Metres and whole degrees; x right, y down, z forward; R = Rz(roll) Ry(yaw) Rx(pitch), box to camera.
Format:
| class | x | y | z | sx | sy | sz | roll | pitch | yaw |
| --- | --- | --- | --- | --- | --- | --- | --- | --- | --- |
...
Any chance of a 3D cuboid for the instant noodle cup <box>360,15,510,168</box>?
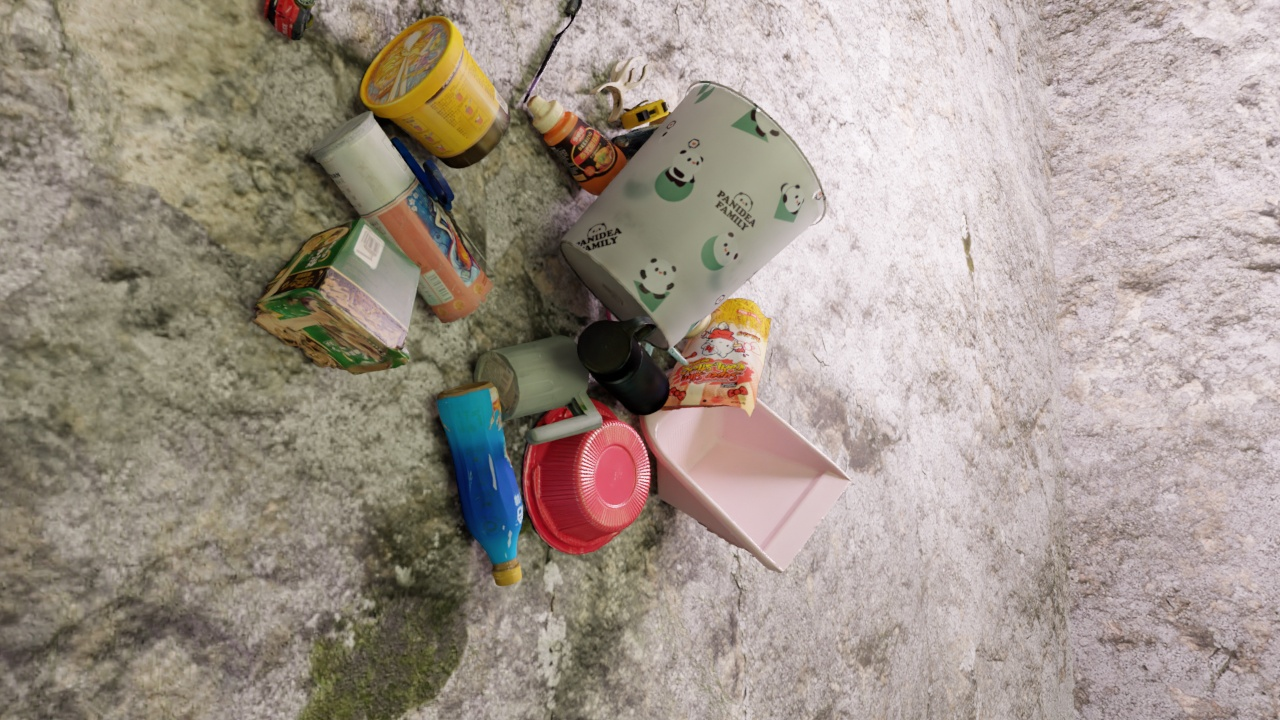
| class | x | y | z | sx | sy | sz | roll | pitch | yaw |
| --- | --- | --- | --- | --- | --- | --- | --- | --- | --- |
| instant noodle cup | -0.204 | -0.269 | 0.944 | 0.114 | 0.119 | 0.118 | 43 | 56 | -46 |

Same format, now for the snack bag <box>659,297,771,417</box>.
| class | x | y | z | sx | sy | sz | roll | pitch | yaw |
| --- | --- | --- | --- | --- | --- | --- | --- | --- | --- |
| snack bag | 0.108 | 0.000 | 1.246 | 0.207 | 0.129 | 0.073 | -64 | 151 | -48 |

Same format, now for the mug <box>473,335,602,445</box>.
| class | x | y | z | sx | sy | sz | roll | pitch | yaw |
| --- | --- | --- | --- | --- | --- | --- | --- | --- | --- |
| mug | -0.111 | 0.035 | 1.022 | 0.103 | 0.084 | 0.124 | -12 | 61 | -47 |

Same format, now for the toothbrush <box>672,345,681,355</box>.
| class | x | y | z | sx | sy | sz | roll | pitch | yaw |
| --- | --- | --- | --- | --- | --- | --- | --- | --- | --- |
| toothbrush | 0.047 | -0.016 | 1.280 | 0.186 | 0.012 | 0.017 | 46 | 48 | -36 |

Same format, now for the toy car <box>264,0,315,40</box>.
| class | x | y | z | sx | sy | sz | roll | pitch | yaw |
| --- | --- | --- | --- | --- | --- | --- | --- | --- | --- |
| toy car | -0.319 | -0.364 | 0.863 | 0.045 | 0.053 | 0.120 | 20 | 74 | -20 |

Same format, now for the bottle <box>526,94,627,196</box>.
| class | x | y | z | sx | sy | sz | roll | pitch | yaw |
| --- | --- | --- | --- | --- | --- | --- | --- | --- | --- |
| bottle | -0.081 | -0.268 | 1.124 | 0.149 | 0.067 | 0.066 | 41 | 57 | -31 |

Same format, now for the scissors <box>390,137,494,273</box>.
| class | x | y | z | sx | sy | sz | roll | pitch | yaw |
| --- | --- | --- | --- | --- | --- | --- | --- | --- | --- |
| scissors | -0.203 | -0.162 | 0.942 | 0.012 | 0.162 | 0.176 | -38 | 90 | -13 |

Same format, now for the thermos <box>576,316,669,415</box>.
| class | x | y | z | sx | sy | sz | roll | pitch | yaw |
| --- | --- | --- | --- | --- | --- | --- | --- | --- | --- |
| thermos | -0.006 | 0.006 | 1.075 | 0.068 | 0.090 | 0.242 | 57 | 1 | 16 |

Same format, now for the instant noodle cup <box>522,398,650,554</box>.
| class | x | y | z | sx | sy | sz | roll | pitch | yaw |
| --- | --- | --- | --- | --- | --- | --- | --- | --- | --- |
| instant noodle cup | -0.051 | 0.140 | 1.112 | 0.193 | 0.066 | 0.193 | 7 | 81 | -50 |

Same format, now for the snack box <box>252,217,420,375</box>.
| class | x | y | z | sx | sy | sz | roll | pitch | yaw |
| --- | --- | --- | --- | --- | --- | --- | --- | --- | --- |
| snack box | -0.270 | -0.064 | 0.845 | 0.118 | 0.118 | 0.105 | 44 | 50 | -40 |

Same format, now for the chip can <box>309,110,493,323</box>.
| class | x | y | z | sx | sy | sz | roll | pitch | yaw |
| --- | --- | --- | --- | --- | --- | --- | --- | --- | --- |
| chip can | -0.235 | -0.139 | 0.924 | 0.215 | 0.071 | 0.071 | 58 | 48 | -29 |

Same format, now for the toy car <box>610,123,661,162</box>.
| class | x | y | z | sx | sy | sz | roll | pitch | yaw |
| --- | --- | --- | --- | --- | --- | --- | --- | --- | --- |
| toy car | 0.000 | -0.287 | 1.209 | 0.043 | 0.090 | 0.034 | 90 | -21 | -57 |

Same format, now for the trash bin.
| class | x | y | z | sx | sy | sz | roll | pitch | yaw |
| --- | --- | --- | --- | --- | --- | --- | --- | --- | --- |
| trash bin | 0.055 | -0.162 | 1.100 | 0.251 | 0.230 | 0.229 | -46 | 124 | -8 |

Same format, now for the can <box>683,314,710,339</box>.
| class | x | y | z | sx | sy | sz | roll | pitch | yaw |
| --- | --- | --- | --- | --- | --- | --- | --- | --- | --- |
| can | 0.043 | -0.085 | 1.246 | 0.116 | 0.059 | 0.058 | 47 | 53 | -35 |

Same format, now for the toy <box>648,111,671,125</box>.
| class | x | y | z | sx | sy | sz | roll | pitch | yaw |
| --- | --- | --- | --- | --- | --- | --- | --- | --- | --- |
| toy | 0.077 | -0.219 | 1.271 | 0.226 | 0.090 | 0.246 | 6 | 81 | -28 |

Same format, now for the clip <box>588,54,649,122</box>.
| class | x | y | z | sx | sy | sz | roll | pitch | yaw |
| --- | --- | --- | --- | --- | --- | --- | --- | --- | --- |
| clip | -0.028 | -0.366 | 1.216 | 0.070 | 0.035 | 0.099 | 50 | 60 | -34 |

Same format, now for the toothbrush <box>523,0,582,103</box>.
| class | x | y | z | sx | sy | sz | roll | pitch | yaw |
| --- | --- | --- | --- | --- | --- | --- | --- | --- | --- |
| toothbrush | -0.110 | -0.387 | 1.136 | 0.016 | 0.014 | 0.188 | 39 | 59 | -31 |

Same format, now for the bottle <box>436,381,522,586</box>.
| class | x | y | z | sx | sy | sz | roll | pitch | yaw |
| --- | --- | --- | --- | --- | --- | --- | --- | --- | --- |
| bottle | -0.165 | 0.134 | 0.982 | 0.065 | 0.065 | 0.219 | -19 | 101 | -48 |

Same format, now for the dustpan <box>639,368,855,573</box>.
| class | x | y | z | sx | sy | sz | roll | pitch | yaw |
| --- | --- | --- | --- | --- | --- | --- | --- | --- | --- |
| dustpan | 0.129 | 0.121 | 1.218 | 0.221 | 0.274 | 0.139 | -41 | 141 | -46 |

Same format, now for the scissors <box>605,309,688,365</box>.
| class | x | y | z | sx | sy | sz | roll | pitch | yaw |
| --- | --- | --- | --- | --- | --- | --- | --- | --- | --- |
| scissors | 0.019 | -0.042 | 1.200 | 0.133 | 0.017 | 0.133 | 41 | 90 | -13 |

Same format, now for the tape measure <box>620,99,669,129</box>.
| class | x | y | z | sx | sy | sz | roll | pitch | yaw |
| --- | --- | --- | --- | --- | --- | --- | --- | --- | --- |
| tape measure | 0.002 | -0.330 | 1.224 | 0.057 | 0.060 | 0.029 | -27 | 106 | -17 |
